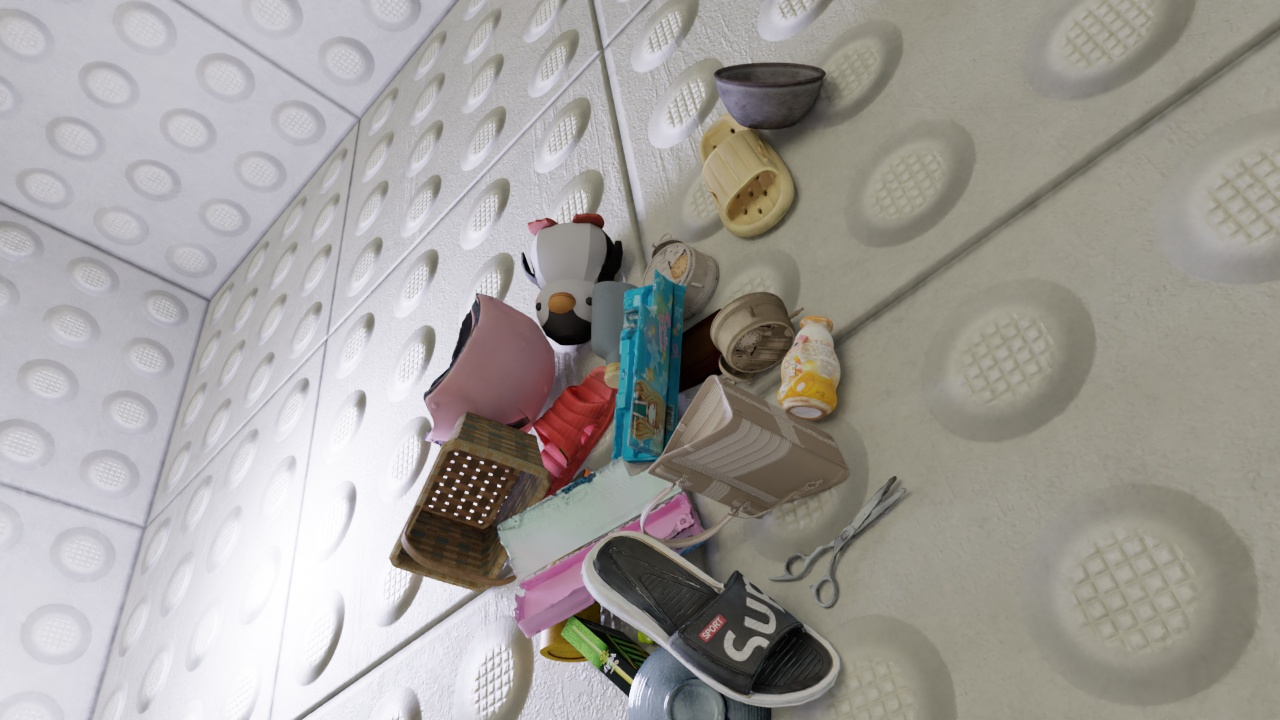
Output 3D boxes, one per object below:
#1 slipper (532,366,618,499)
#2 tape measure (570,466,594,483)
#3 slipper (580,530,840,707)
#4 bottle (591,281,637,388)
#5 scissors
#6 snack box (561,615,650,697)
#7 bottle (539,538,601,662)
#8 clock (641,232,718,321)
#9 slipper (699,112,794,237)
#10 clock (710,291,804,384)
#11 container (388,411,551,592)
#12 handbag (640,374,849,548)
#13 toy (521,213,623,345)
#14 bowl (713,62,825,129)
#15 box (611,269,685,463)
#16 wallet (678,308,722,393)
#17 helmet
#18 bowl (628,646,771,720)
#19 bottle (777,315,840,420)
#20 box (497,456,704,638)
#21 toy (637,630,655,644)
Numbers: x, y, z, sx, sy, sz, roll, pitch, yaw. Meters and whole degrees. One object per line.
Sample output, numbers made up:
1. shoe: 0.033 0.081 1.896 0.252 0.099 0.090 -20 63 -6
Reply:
1. slipper: -0.114 0.110 1.277 0.249 0.059 0.103 -59 35 4
2. tape measure: -0.072 0.179 1.196 0.058 0.038 0.058 -52 22 10
3. slipper: 0.060 0.231 0.862 0.264 0.063 0.111 25 43 30
4. bottle: -0.032 -0.036 1.269 0.046 0.072 0.161 110 163 -51
5. scissors: 0.189 0.171 0.895 0.118 0.014 0.161 17 81 54
6. snack box: -0.014 0.323 0.978 0.148 0.080 0.025 20 81 55
7. bottle: -0.082 0.272 1.108 0.071 0.071 0.163 -29 45 36
8. clock: 0.043 -0.124 1.249 0.104 0.061 0.156 -40 41 26
9. slipper: 0.121 -0.266 1.244 0.111 0.079 0.261 -45 37 25
10. clock: 0.126 -0.014 1.057 0.054 0.092 0.141 -113 35 -41
11. container: -0.228 0.213 1.217 0.251 0.157 0.186 -59 19 31
12. handbag: 0.078 0.126 0.930 0.198 0.175 0.062 -45 39 24
13. toy: -0.101 -0.107 1.386 0.159 0.140 0.183 -5 67 14
14. bowl: 0.170 -0.349 1.218 0.145 0.144 0.067 -135 37 -54
15. box: 0.015 0.009 1.132 0.170 0.085 0.227 130 145 -75
16. wallet: 0.069 -0.008 1.174 0.116 0.018 0.091 -29 46 39
17. helmet: -0.209 0.033 1.345 0.256 0.152 0.229 115 175 -59
18. bowl: 0.053 0.324 0.852 0.137 0.057 0.137 -3 70 7
19. bottle: 0.182 0.007 0.979 0.063 0.063 0.109 -13 57 46
20. box: -0.048 0.208 1.059 0.230 0.063 0.160 -29 42 3
21. toy: 0.028 0.274 1.002 0.094 0.036 0.094 -52 29 19
